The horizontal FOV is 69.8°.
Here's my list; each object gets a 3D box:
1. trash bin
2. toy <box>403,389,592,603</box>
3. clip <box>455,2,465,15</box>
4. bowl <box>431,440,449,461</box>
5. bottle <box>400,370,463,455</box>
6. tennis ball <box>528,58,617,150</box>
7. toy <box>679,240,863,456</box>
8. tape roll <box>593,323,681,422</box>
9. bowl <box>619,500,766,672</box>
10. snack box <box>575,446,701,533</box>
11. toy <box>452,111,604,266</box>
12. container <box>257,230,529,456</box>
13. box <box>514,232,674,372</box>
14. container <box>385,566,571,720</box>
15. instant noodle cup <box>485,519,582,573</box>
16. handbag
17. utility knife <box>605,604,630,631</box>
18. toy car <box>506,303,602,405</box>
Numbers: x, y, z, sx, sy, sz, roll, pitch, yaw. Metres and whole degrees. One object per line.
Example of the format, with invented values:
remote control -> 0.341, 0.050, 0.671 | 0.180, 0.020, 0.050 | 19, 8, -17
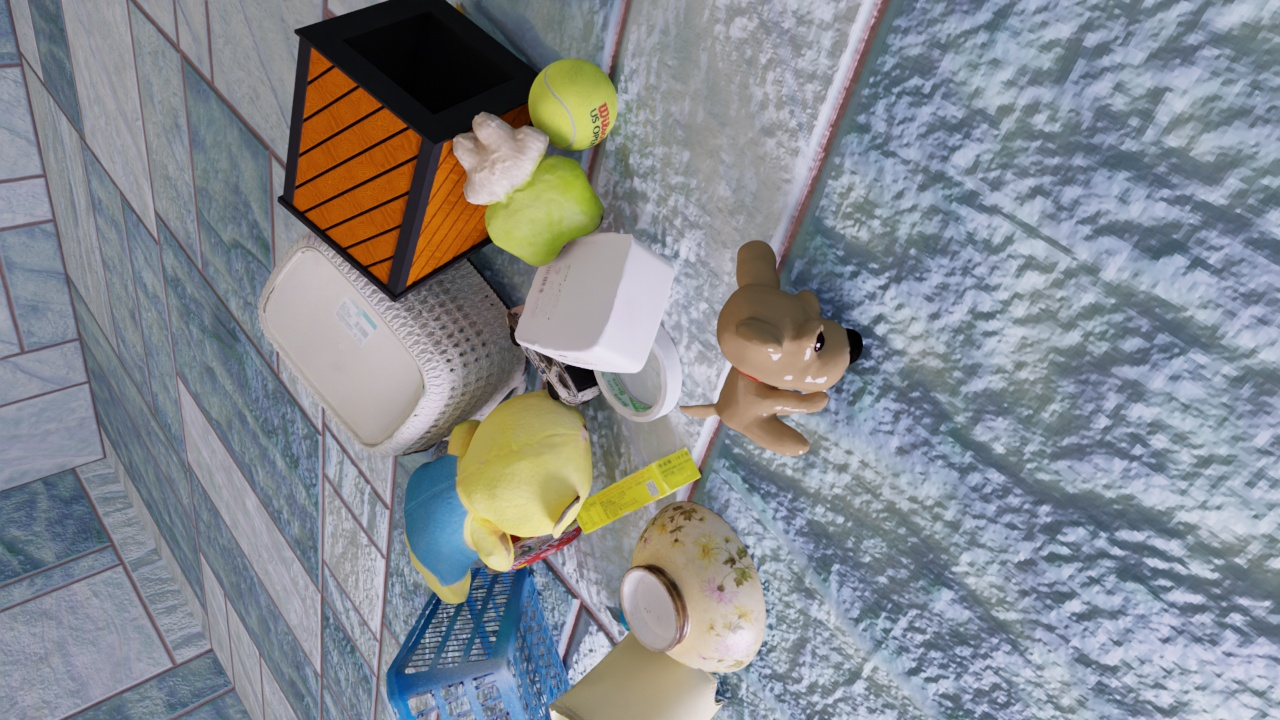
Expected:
trash bin -> -0.189, -0.177, 0.760 | 0.140, 0.139, 0.172 | 40, 137, 8
toy -> -0.129, 0.113, 0.818 | 0.214, 0.084, 0.148 | -31, 62, 26
clip -> -0.162, -0.278, 0.800 | 0.047, 0.047, 0.054 | -40, 76, 25
bowl -> -0.200, 0.135, 1.018 | 0.114, 0.060, 0.114 | 27, 127, 40
bottle -> -0.254, 0.067, 1.044 | 0.068, 0.067, 0.157 | 60, 142, 11
tennis ball -> -0.050, -0.188, 0.674 | 0.065, 0.065, 0.065 | 26, 126, 42
toy -> 0.084, 0.001, 0.588 | 0.106, 0.133, 0.108 | 9, 123, 1
tape roll -> -0.004, 0.004, 0.752 | 0.094, 0.018, 0.094 | 25, 125, 41
bowl -> 0.030, 0.195, 0.754 | 0.145, 0.063, 0.145 | 17, 112, 46
snack box -> -0.007, 0.114, 0.789 | 0.148, 0.040, 0.029 | -36, 78, 52
toy -> -0.087, -0.126, 0.667 | 0.092, 0.043, 0.118 | -31, 117, 29
container -> -0.239, -0.028, 0.879 | 0.251, 0.143, 0.185 | 48, 117, 5
box -> -0.022, -0.040, 0.713 | 0.107, 0.095, 0.102 | 8, 75, 46
container -> -0.124, 0.340, 0.876 | 0.362, 0.089, 0.257 | -144, 35, -86
instant noodle cup -> -0.127, 0.140, 0.910 | 0.112, 0.100, 0.101 | 62, 143, 20
handbag -> -0.004, 0.311, 0.807 | 0.111, 0.119, 0.081 | 17, 131, 41
utility knife -> 0.022, 0.245, 0.838 | 0.175, 0.015, 0.031 | -3, 102, 49
toy car -> -0.074, -0.011, 0.803 | 0.113, 0.048, 0.041 | 52, 141, 20
